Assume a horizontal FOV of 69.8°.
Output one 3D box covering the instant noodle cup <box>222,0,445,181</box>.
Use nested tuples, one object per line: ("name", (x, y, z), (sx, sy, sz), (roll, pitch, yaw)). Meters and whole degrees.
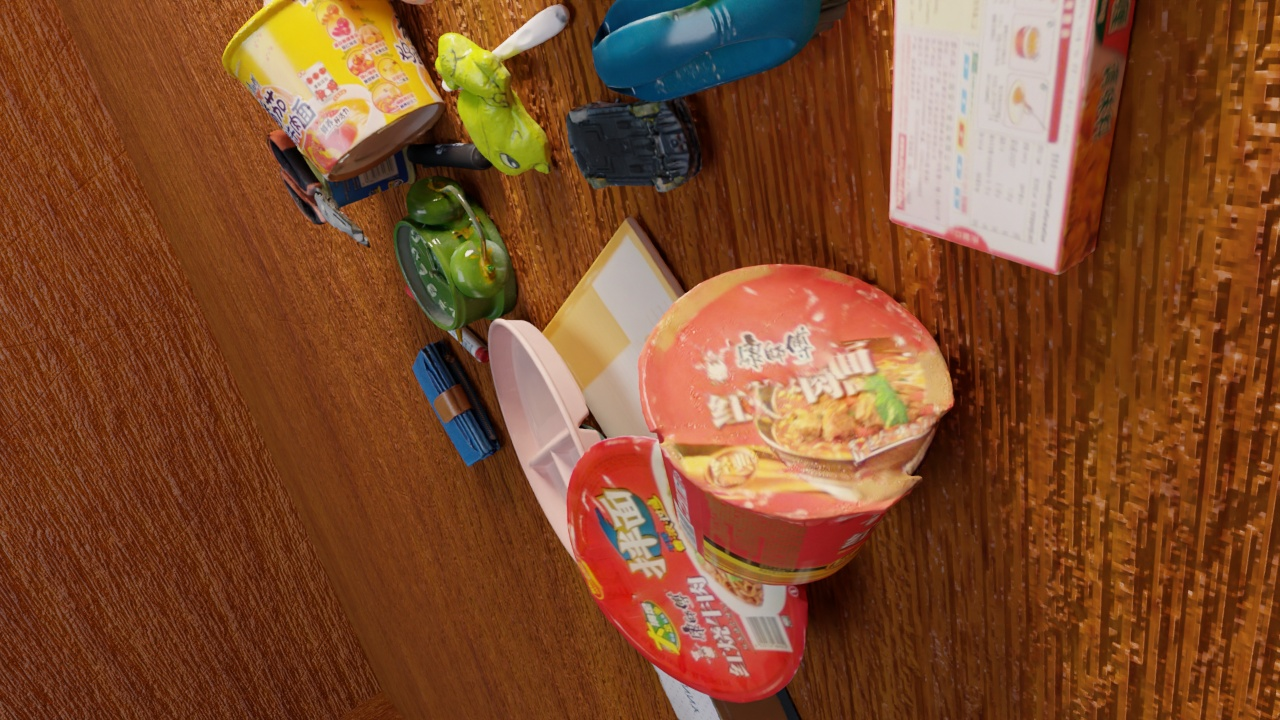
("instant noodle cup", (-0.223, -0.210, 0.696), (0.110, 0.137, 0.138), (56, 153, -8))

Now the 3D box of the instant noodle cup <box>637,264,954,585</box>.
("instant noodle cup", (0.067, 0.038, 0.446), (0.138, 0.137, 0.109), (45, 156, 28))

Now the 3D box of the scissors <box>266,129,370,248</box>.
("scissors", (-0.259, -0.138, 0.729), (0.182, 0.015, 0.210), (61, 159, -1))

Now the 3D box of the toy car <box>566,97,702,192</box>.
("toy car", (-0.004, -0.122, 0.513), (0.106, 0.031, 0.049), (15, 127, 52))

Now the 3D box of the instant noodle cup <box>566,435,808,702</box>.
("instant noodle cup", (0.041, 0.124, 0.603), (0.194, 0.065, 0.194), (23, 127, 35))

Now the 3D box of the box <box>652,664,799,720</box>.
("box", (0.060, 0.247, 0.718), (0.090, 0.063, 0.184), (-8, 111, 61))

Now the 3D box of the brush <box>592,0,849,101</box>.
("brush", (0.022, -0.146, 0.404), (0.144, 0.073, 0.055), (7, 126, 56))

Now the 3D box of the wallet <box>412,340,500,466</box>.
("wallet", (-0.203, 0.050, 0.993), (0.133, 0.040, 0.107), (60, 156, 1))

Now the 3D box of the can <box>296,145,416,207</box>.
("can", (-0.267, -0.183, 0.832), (0.102, 0.083, 0.057), (33, 141, 42))

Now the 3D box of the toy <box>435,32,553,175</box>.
("toy", (-0.099, -0.168, 0.615), (0.097, 0.031, 0.100), (33, 153, 22))

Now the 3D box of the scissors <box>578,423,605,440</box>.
("scissors", (-0.023, 0.132, 0.779), (0.170, 0.019, 0.175), (52, 155, 23))

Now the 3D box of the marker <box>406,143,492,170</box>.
("marker", (-0.154, -0.163, 0.735), (0.132, 0.020, 0.022), (18, 147, 53))

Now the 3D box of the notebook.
("notebook", (-0.004, 0.004, 0.650), (0.146, 0.010, 0.207), (58, 152, 5))

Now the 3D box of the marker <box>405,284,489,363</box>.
("marker", (-0.192, -0.039, 0.912), (0.145, 0.017, 0.017), (38, 145, 35))

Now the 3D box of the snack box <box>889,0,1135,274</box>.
("snack box", (0.125, -0.112, 0.316), (0.077, 0.027, 0.156), (31, 140, 44))

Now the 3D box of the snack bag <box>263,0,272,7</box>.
("snack bag", (-0.250, -0.313, 0.688), (0.208, 0.073, 0.128), (-10, 69, 57))

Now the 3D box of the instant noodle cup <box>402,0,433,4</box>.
("instant noodle cup", (-0.080, -0.257, 0.429), (0.151, 0.111, 0.152), (40, 145, 34))

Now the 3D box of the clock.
("clock", (-0.155, -0.088, 0.765), (0.116, 0.056, 0.162), (55, 151, 9))

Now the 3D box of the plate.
("plate", (-0.069, 0.070, 0.754), (0.229, 0.028, 0.230), (54, 157, 35))

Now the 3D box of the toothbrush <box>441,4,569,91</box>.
("toothbrush", (-0.092, -0.201, 0.601), (0.180, 0.016, 0.016), (3, 120, 58))
